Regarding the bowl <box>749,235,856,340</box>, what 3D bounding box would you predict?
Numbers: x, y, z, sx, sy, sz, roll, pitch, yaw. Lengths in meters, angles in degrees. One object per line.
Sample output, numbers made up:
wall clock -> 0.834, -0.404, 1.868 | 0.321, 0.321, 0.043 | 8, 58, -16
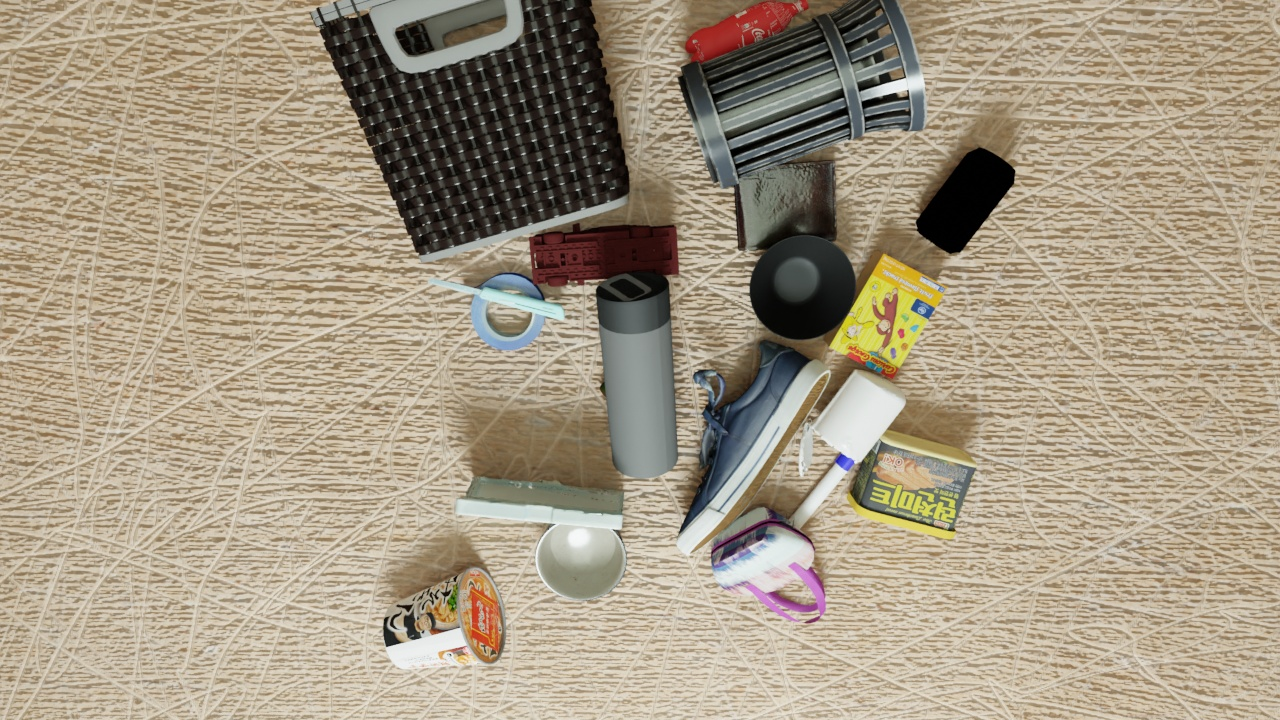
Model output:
bowl -> 0.188, -0.090, 1.092 | 0.124, 0.052, 0.124 | 0, 105, 0

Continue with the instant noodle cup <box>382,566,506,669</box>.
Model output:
instant noodle cup -> -0.256, 0.342, 1.183 | 0.122, 0.123, 0.123 | -18, 104, 14

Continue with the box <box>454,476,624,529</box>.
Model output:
box -> -0.119, 0.178, 1.121 | 0.197, 0.136, 0.043 | 7, 95, -2

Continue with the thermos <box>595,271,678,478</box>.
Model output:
thermos -> -0.002, 0.018, 1.073 | 0.082, 0.082, 0.241 | -4, 121, 1

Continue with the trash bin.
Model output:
trash bin -> 0.167, -0.287, 0.987 | 0.227, 0.164, 0.164 | -19, 104, 9

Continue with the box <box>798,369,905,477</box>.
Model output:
box -> 0.246, 0.083, 1.125 | 0.092, 0.081, 0.161 | 34, 98, 6

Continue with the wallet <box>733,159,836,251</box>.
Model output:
wallet -> 0.170, -0.183, 1.081 | 0.120, 0.031, 0.099 | -6, 108, -1

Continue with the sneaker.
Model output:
sneaker -> 0.105, 0.102, 1.133 | 0.127, 0.120, 0.295 | 34, 103, 21

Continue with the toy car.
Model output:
toy car -> -0.042, -0.127, 1.078 | 0.170, 0.061, 0.070 | -4, 105, 1

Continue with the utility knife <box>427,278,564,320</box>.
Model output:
utility knife -> -0.172, -0.077, 1.099 | 0.168, 0.015, 0.022 | 14, 136, -2

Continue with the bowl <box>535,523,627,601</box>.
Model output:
bowl -> -0.075, 0.243, 1.179 | 0.115, 0.059, 0.115 | 0, 105, 0

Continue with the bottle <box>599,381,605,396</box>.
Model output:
bottle -> -0.007, 0.007, 1.133 | 0.106, 0.025, 0.025 | -43, 101, 11

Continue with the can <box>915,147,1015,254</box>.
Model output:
can -> 0.375, -0.184, 1.060 | 0.063, 0.063, 0.114 | 33, 103, -8

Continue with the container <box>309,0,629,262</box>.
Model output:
container -> -0.149, -0.265, 0.950 | 0.247, 0.245, 0.244 | -15, 108, 4

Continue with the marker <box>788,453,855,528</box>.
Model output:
marker -> 0.231, 0.169, 1.179 | 0.020, 0.020, 0.142 | 35, 102, -9

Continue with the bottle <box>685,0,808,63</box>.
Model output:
bottle -> 0.119, -0.369, 1.023 | 0.141, 0.042, 0.042 | -22, 104, 6

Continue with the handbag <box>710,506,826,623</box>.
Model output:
handbag -> 0.178, 0.277, 1.187 | 0.145, 0.067, 0.170 | -34, 111, 25

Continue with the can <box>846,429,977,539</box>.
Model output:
can -> 0.340, 0.152, 1.148 | 0.131, 0.072, 0.101 | 15, 102, -4

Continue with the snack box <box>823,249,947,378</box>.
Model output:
snack box -> 0.294, -0.056, 1.107 | 0.088, 0.040, 0.126 | 26, 104, -7

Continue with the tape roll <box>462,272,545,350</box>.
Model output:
tape roll -> -0.161, -0.060, 1.120 | 0.091, 0.016, 0.093 | -19, 104, 5
